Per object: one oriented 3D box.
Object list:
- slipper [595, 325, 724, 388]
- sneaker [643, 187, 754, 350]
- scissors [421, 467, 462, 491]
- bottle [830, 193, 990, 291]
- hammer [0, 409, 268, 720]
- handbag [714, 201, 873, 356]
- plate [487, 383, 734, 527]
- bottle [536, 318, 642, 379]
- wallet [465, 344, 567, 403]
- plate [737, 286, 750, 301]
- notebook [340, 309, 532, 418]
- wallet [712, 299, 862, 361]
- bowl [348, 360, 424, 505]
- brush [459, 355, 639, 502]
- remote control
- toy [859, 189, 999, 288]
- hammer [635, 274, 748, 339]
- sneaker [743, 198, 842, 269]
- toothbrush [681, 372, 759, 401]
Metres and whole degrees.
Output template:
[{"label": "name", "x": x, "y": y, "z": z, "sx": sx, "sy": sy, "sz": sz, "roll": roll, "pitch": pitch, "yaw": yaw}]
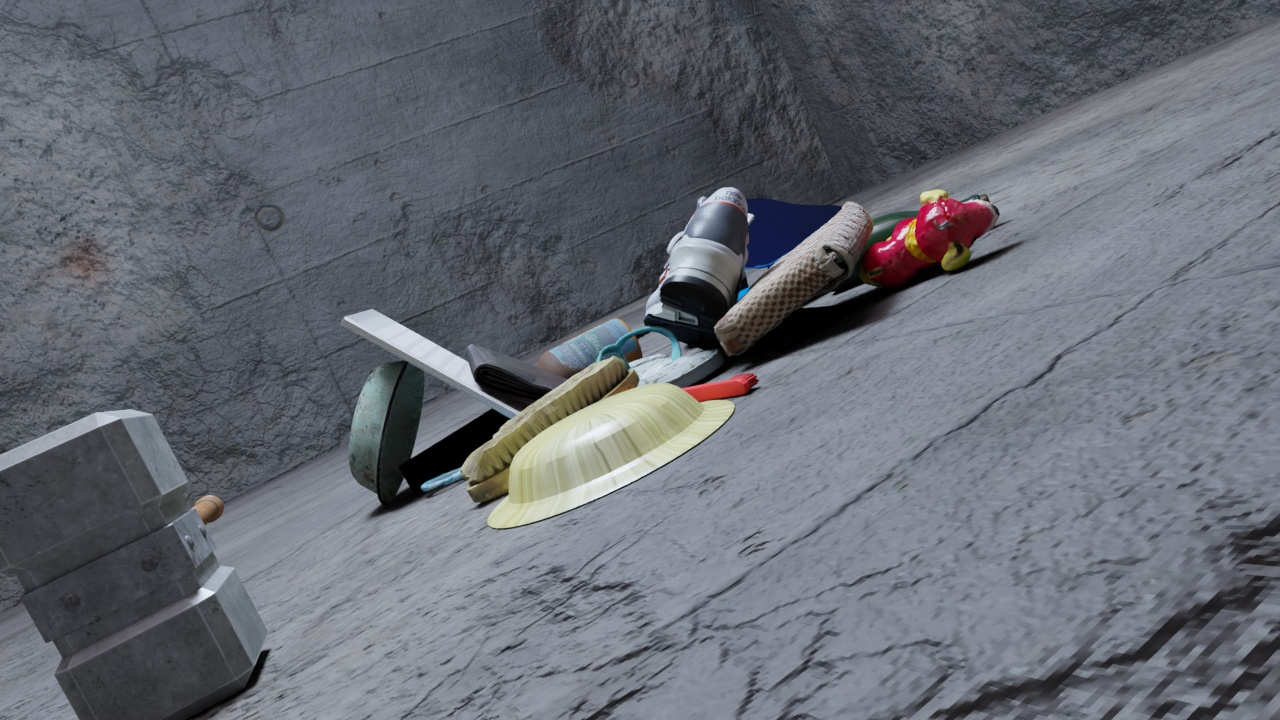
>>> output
[{"label": "slipper", "x": -0.005, "y": 0.005, "z": 0.893, "sx": 0.098, "sy": 0.055, "sz": 0.269, "roll": -31, "pitch": 8, "yaw": -15}, {"label": "sneaker", "x": 0.066, "y": -0.090, "z": 0.883, "sx": 0.240, "sy": 0.089, "sz": 0.124, "roll": 110, "pitch": -179, "yaw": -81}, {"label": "scissors", "x": -0.141, "y": 0.093, "z": 0.877, "sx": 0.134, "sy": 0.011, "sz": 0.139, "roll": -24, "pitch": 4, "yaw": 15}, {"label": "bottle", "x": 0.261, "y": -0.124, "z": 0.916, "sx": 0.174, "sy": 0.055, "sz": 0.055, "roll": -21, "pitch": 7, "yaw": 25}, {"label": "hammer", "x": -0.314, "y": 0.118, "z": 0.615, "sx": 0.082, "sy": 0.163, "sz": 0.318, "roll": -27, "pitch": 6, "yaw": -15}, {"label": "handbag", "x": 0.139, "y": -0.071, "z": 0.790, "sx": 0.124, "sy": 0.047, "sz": 0.185, "roll": -38, "pitch": 3, "yaw": 28}, {"label": "plate", "x": -0.028, "y": 0.052, "z": 0.627, "sx": 0.184, "sy": 0.036, "sz": 0.184, "roll": -25, "pitch": 6, "yaw": 2}, {"label": "bottle", "x": -0.078, "y": 0.012, "z": 1.057, "sx": 0.156, "sy": 0.068, "sz": 0.068, "roll": -27, "pitch": 6, "yaw": -22}, {"label": "wallet", "x": -0.118, "y": 0.021, "z": 0.933, "sx": 0.031, "sy": 0.120, "sz": 0.099, "roll": -67, "pitch": 19, "yaw": 8}, {"label": "plate", "x": 0.145, "y": -0.071, "z": 1.076, "sx": 0.224, "sy": 0.024, "sz": 0.224, "roll": -25, "pitch": 6, "yaw": 2}, {"label": "notebook", "x": -0.193, "y": 0.007, "z": 0.932, "sx": 0.009, "sy": 0.209, "sz": 0.142, "roll": -60, "pitch": 8, "yaw": 3}, {"label": "wallet", "x": 0.125, "y": -0.027, "z": 0.806, "sx": 0.091, "sy": 0.018, "sz": 0.116, "roll": -27, "pitch": 8, "yaw": -25}, {"label": "bowl", "x": -0.262, "y": 0.067, "z": 0.939, "sx": 0.038, "sy": 0.157, "sz": 0.157, "roll": 11, "pitch": 6, "yaw": -2}, {"label": "brush", "x": -0.071, "y": 0.052, "z": 0.749, "sx": 0.194, "sy": 0.043, "sz": 0.059, "roll": -37, "pitch": 11, "yaw": -39}, {"label": "remote control", "x": -0.182, "y": 0.088, "z": 0.949, "sx": 0.013, "sy": 0.034, "sz": 0.149, "roll": -19, "pitch": 11, "yaw": 47}, {"label": "toy", "x": 0.232, "y": -0.097, "z": 0.780, "sx": 0.105, "sy": 0.067, "sz": 0.137, "roll": -34, "pitch": 0, "yaw": -17}, {"label": "hammer", "x": 0.001, "y": -0.042, "z": 1.184, "sx": 0.324, "sy": 0.095, "sz": 0.015, "roll": -30, "pitch": 38, "yaw": -15}, {"label": "sneaker", "x": 0.162, "y": -0.152, "z": 1.202, "sx": 0.232, "sy": 0.091, "sz": 0.119, "roll": -9, "pitch": -7, "yaw": -22}, {"label": "toothbrush", "x": 0.028, "y": 0.028, "z": 0.731, "sx": 0.017, "sy": 0.012, "sz": 0.213, "roll": -28, "pitch": 6, "yaw": -28}]
